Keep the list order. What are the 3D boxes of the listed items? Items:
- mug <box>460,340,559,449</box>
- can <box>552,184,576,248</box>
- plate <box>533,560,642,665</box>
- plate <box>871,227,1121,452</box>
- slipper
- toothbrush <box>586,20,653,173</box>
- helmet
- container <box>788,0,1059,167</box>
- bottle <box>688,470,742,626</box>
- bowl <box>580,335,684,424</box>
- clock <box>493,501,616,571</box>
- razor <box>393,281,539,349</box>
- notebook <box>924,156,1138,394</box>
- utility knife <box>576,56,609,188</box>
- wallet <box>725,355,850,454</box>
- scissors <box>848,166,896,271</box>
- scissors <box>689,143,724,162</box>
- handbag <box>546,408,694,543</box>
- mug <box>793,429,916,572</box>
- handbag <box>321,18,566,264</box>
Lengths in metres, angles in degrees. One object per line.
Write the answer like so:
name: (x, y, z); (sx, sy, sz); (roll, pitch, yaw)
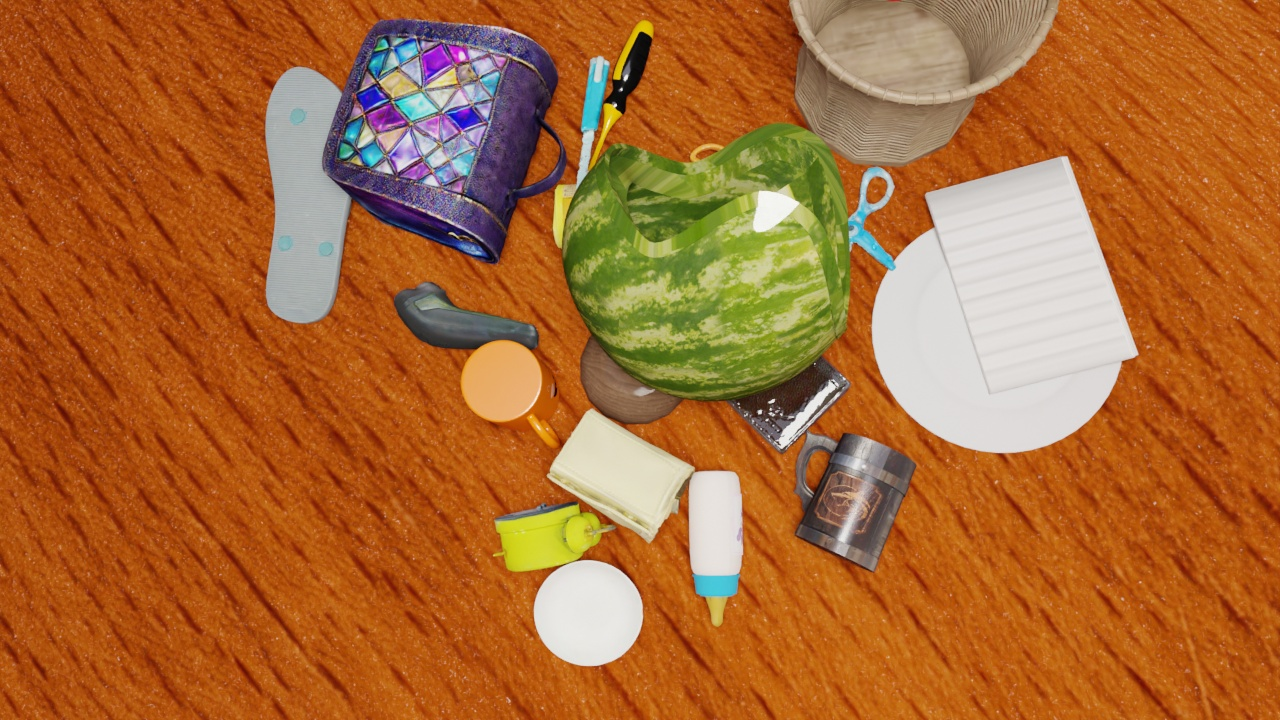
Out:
mug: (-0.115, 0.041, 0.897); (0.077, 0.096, 0.112); (-36, 79, -1)
can: (-0.034, -0.148, 0.936); (0.105, 0.067, 0.067); (-3, 80, 4)
plate: (-0.050, 0.241, 0.887); (0.104, 0.026, 0.104); (0, 96, 0)
plate: (0.353, -0.030, 0.906); (0.242, 0.016, 0.242); (-1, 81, 5)
slipper: (-0.346, -0.173, 0.984); (0.098, 0.054, 0.269); (2, 92, 3)
toothbrush: (-0.027, -0.270, 0.976); (0.031, 0.031, 0.196); (19, 87, 39)
helmet: (0.057, -0.079, 0.817); (0.247, 0.212, 0.243); (-3, 124, 17)
container: (0.246, -0.308, 0.870); (0.227, 0.196, 0.226); (-1, 80, 5)
bottle: (0.072, 0.180, 0.880); (0.051, 0.051, 0.146); (-1, 81, 5)
bowl: (-0.005, 0.006, 0.926); (0.118, 0.030, 0.117); (-1, 81, 5)
clock: (-0.083, 0.165, 0.881); (0.119, 0.083, 0.057); (-11, 85, 7)
razor: (-0.178, -0.042, 0.943); (0.151, 0.054, 0.067); (9, 72, 2)
notebook: (0.380, -0.085, 0.898); (0.142, 0.009, 0.209); (-15, 79, 3)
utility knife: (-0.054, -0.249, 0.952); (0.022, 0.015, 0.180); (7, 61, 3)
wallet: (0.132, 0.018, 0.909); (0.099, 0.031, 0.120); (-44, 75, 1)
scissors: (0.205, -0.142, 0.937); (0.138, 0.011, 0.134); (14, 81, 3)
scissors: (0.107, -0.182, 0.955); (0.128, 0.013, 0.064); (23, 80, 6)
handbag: (-0.017, 0.114, 0.869); (0.119, 0.111, 0.081); (30, 73, 8)
mug: (0.189, 0.127, 0.872); (0.116, 0.080, 0.107); (21, 81, 35)
handbag: (-0.183, -0.221, 0.930); (0.222, 0.125, 0.204); (15, 81, 10)
